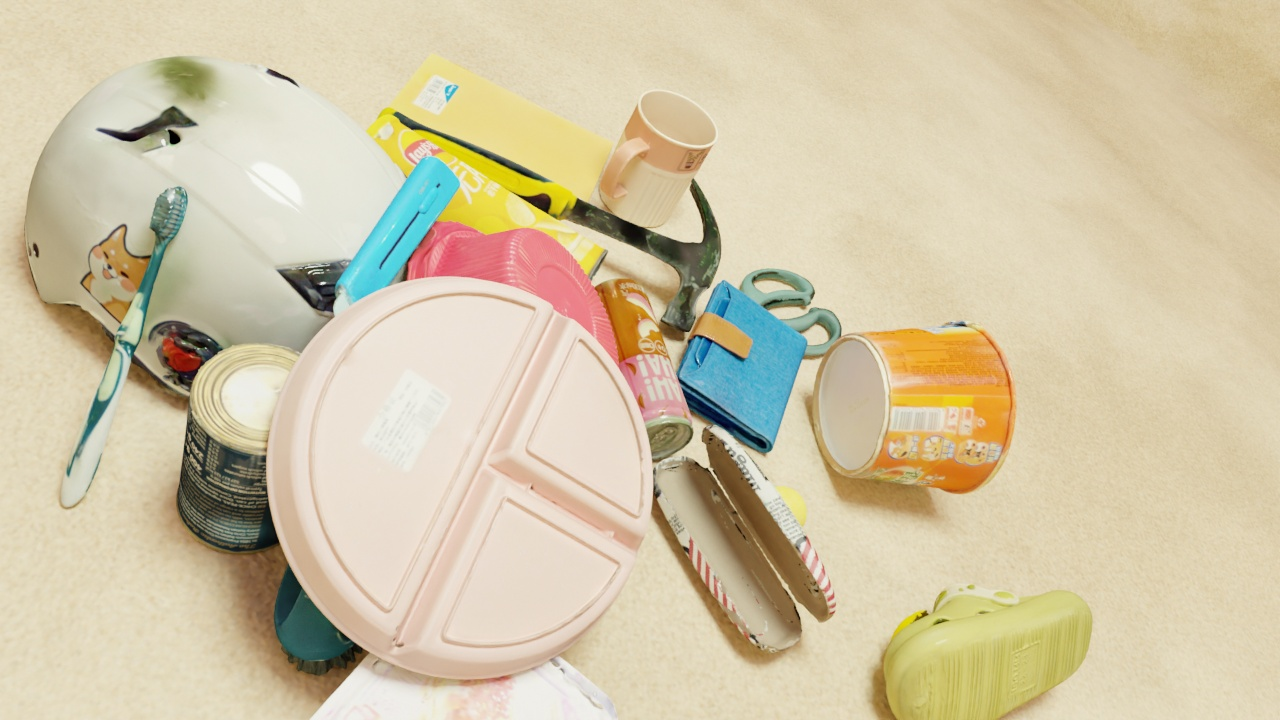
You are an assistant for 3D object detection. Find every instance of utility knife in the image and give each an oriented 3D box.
[{"bbox_3d":[-0.154,-0.075,0.576,0.018,0.034,0.159,-5,44,26],"label":"utility knife"}]

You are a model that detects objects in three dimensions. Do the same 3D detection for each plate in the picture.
[{"bbox_3d":[-0.086,0.057,0.513,0.229,0.028,0.229,11,68,-30],"label":"plate"}]

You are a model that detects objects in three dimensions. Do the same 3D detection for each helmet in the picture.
[{"bbox_3d":[-0.255,-0.102,0.610,0.274,0.157,0.229,31,43,-2],"label":"helmet"}]

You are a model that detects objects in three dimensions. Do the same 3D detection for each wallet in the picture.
[{"bbox_3d":[0.088,0.002,0.795,0.106,0.040,0.132,34,48,-9],"label":"wallet"}]

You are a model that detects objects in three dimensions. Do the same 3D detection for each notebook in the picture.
[{"bbox_3d":[-0.134,-0.221,0.896,0.206,0.010,0.145,25,44,-9],"label":"notebook"}]

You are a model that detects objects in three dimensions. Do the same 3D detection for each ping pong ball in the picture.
[{"bbox_3d":[0.108,0.117,0.709,0.040,0.040,0.040,16,45,-17],"label":"ping pong ball"}]

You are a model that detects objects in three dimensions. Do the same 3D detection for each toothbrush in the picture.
[{"bbox_3d":[-0.291,-0.008,0.513,0.016,0.191,0.018,20,0,-3],"label":"toothbrush"}]

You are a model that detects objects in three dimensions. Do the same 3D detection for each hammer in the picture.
[{"bbox_3d":[-0.080,-0.145,0.807,0.323,0.126,0.032,23,-1,-2],"label":"hammer"}]

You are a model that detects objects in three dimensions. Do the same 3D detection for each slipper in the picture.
[{"bbox_3d":[0.250,0.214,0.687,0.190,0.092,0.082,-8,16,-24],"label":"slipper"}]

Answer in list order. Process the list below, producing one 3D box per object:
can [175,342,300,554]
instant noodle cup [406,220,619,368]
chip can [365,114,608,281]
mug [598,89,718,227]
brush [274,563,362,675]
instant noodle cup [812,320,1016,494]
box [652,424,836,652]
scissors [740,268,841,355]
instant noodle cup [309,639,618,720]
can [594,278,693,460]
[{"bbox_3d":[-0.220,0.051,0.524,0.075,0.111,0.075,16,45,-17],"label":"can"},{"bbox_3d":[-0.075,-0.021,0.639,0.194,0.066,0.193,47,29,-37],"label":"instant noodle cup"},{"bbox_3d":[-0.134,-0.116,0.757,0.213,0.072,0.071,32,43,-3],"label":"chip can"},{"bbox_3d":[0.006,-0.187,0.876,0.081,0.106,0.114,44,44,12],"label":"mug"},{"bbox_3d":[-0.171,0.104,0.533,0.055,0.074,0.143,12,46,-5],"label":"brush"},{"bbox_3d":[0.223,0.038,0.778,0.111,0.152,0.151,2,51,-18],"label":"instant noodle cup"},{"bbox_3d":[0.082,0.119,0.659,0.076,0.088,0.163,2,46,-49],"label":"box"},{"bbox_3d":[0.112,-0.059,0.887,0.185,0.019,0.129,6,49,-28],"label":"scissors"},{"bbox_3d":[-0.107,0.220,0.477,0.138,0.061,0.172,37,44,4],"label":"instant noodle cup"},{"bbox_3d":[-0.004,0.004,0.732,0.057,0.058,0.147,3,50,-28],"label":"can"}]
